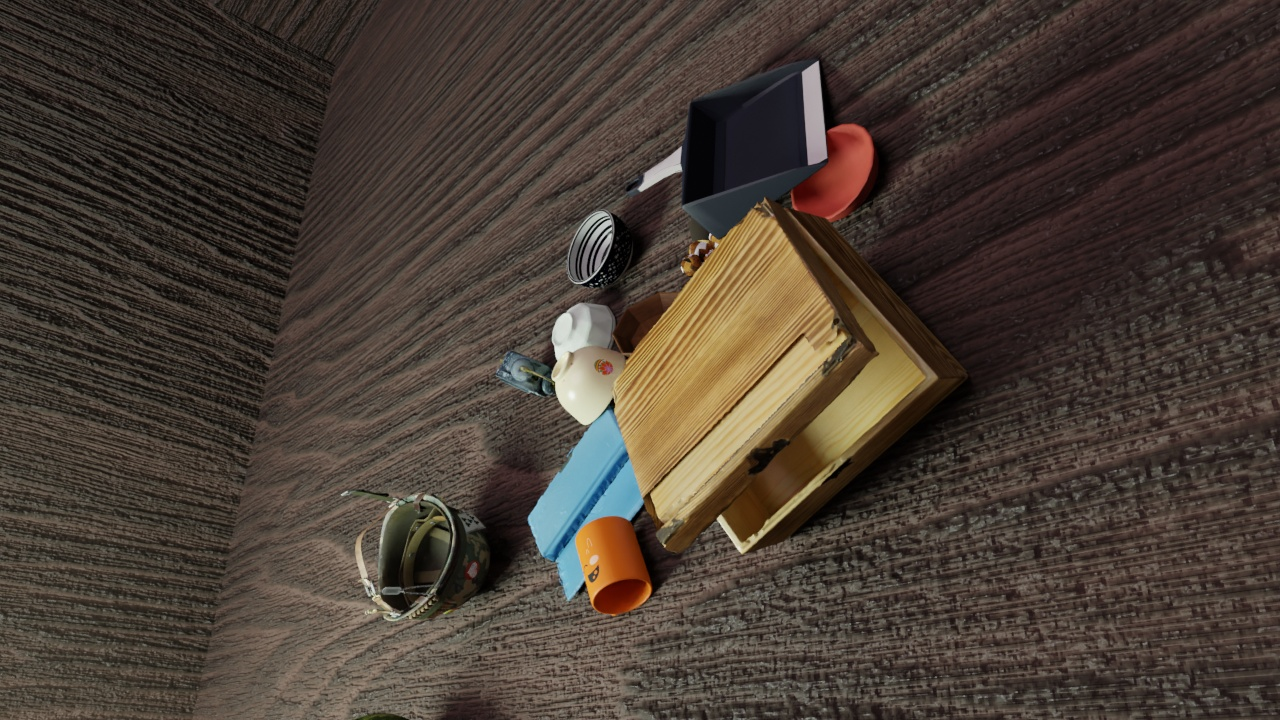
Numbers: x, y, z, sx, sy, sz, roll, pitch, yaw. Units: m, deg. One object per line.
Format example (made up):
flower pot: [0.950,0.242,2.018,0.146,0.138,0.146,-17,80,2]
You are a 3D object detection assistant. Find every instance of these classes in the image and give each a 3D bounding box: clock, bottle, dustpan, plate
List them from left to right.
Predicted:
clock: [-0.179,0.024,1.470,0.129,0.090,0.052,16,81,59]
plate: [0.028,-0.043,1.227,0.131,0.025,0.131,-16,39,13]
bottle: [0.088,-0.165,1.237,0.045,0.045,0.184,-17,60,49]
dustpan: [0.102,-0.270,1.181,0.274,0.080,0.235,-33,36,35]

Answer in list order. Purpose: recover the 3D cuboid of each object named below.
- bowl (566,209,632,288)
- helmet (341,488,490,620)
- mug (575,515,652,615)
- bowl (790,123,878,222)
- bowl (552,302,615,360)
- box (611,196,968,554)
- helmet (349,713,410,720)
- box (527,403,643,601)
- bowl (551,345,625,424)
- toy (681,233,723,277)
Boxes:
bowl: [-0.052,-0.164,1.411,0.120,0.066,0.120,-29,51,43]
helmet: [-0.347,0.302,1.421,0.225,0.236,0.192,-45,45,47]
mug: [-0.036,0.271,1.171,0.095,0.077,0.113,-112,21,-45]
bowl: [0.233,-0.213,1.072,0.122,0.035,0.121,-29,51,43]
bowl: [-0.096,-0.039,1.413,0.118,0.061,0.117,-31,50,44]
box: [0.107,0.010,0.907,0.280,0.220,0.258,-50,60,28]
helmet: [-0.375,0.625,1.300,0.243,0.246,0.213,17,111,19]
box: [-0.070,0.197,1.284,0.232,0.033,0.174,-56,38,18]
bowl: [-0.085,0.024,1.324,0.118,0.074,0.117,-49,22,27]
toy: [0.109,-0.148,1.181,0.087,0.067,0.112,24,91,19]
